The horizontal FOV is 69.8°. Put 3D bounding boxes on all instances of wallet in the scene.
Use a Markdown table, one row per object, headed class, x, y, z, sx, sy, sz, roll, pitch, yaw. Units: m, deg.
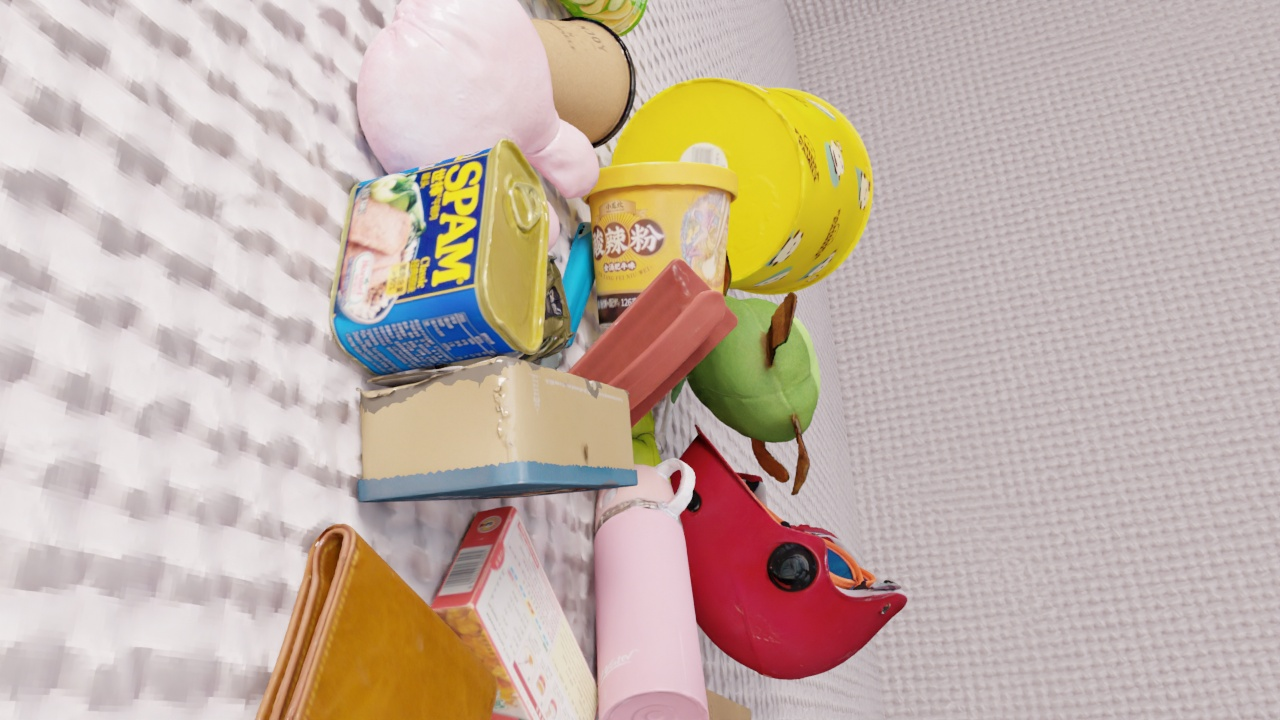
| class | x | y | z | sx | sy | sz | roll | pitch | yaw |
| --- | --- | --- | --- | --- | --- | --- | --- | --- | --- |
| wallet | -0.103 | 0.151 | 0.374 | 0.118 | 0.035 | 0.131 | -82 | 154 | -46 |

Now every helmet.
| class | x | y | z | sx | sy | sz | roll | pitch | yaw |
| --- | --- | --- | --- | --- | --- | --- | --- | --- | --- |
| helmet | 0.097 | 0.181 | 0.800 | 0.240 | 0.144 | 0.207 | 40 | 1 | -11 |

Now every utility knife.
| class | x | y | z | sx | sy | sz | roll | pitch | yaw |
| --- | --- | --- | --- | --- | --- | --- | --- | --- | --- |
| utility knife | -0.053 | -0.035 | 0.665 | 0.217 | 0.018 | 0.034 | -79 | 156 | -52 |

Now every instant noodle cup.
| class | x | y | z | sx | sy | sz | roll | pitch | yaw |
| --- | --- | --- | --- | --- | --- | --- | --- | --- | --- |
| instant noodle cup | 0.014 | -0.083 | 0.697 | 0.118 | 0.119 | 0.114 | 1 | 90 | -73 |

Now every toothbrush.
| class | x | y | z | sx | sy | sz | roll | pitch | yaw |
| --- | --- | --- | --- | --- | --- | --- | --- | --- | --- |
| toothbrush | 0.025 | 0.042 | 0.888 | 0.179 | 0.016 | 0.016 | -70 | 148 | -63 |

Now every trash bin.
| class | x | y | z | sx | sy | sz | roll | pitch | yaw |
| --- | --- | --- | --- | --- | --- | --- | --- | --- | --- |
| trash bin | 0.100 | -0.172 | 0.921 | 0.254 | 0.230 | 0.229 | -21 | 100 | -67 |

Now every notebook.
| class | x | y | z | sx | sy | sz | roll | pitch | yaw |
| --- | --- | --- | --- | --- | --- | --- | --- | --- | --- |
| notebook | 0.083 | 0.400 | 0.879 | 0.208 | 0.008 | 0.147 | 52 | 32 | -57 |

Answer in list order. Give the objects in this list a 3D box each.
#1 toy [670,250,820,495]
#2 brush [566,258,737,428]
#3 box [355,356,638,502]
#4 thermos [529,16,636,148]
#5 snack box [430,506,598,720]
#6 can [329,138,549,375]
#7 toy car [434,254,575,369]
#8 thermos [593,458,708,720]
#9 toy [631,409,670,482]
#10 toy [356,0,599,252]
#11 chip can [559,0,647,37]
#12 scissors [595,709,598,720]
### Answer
| class | x | y | z | sx | sy | sz | roll | pitch | yaw |
| --- | --- | --- | --- | --- | --- | --- | --- | --- | --- |
| toy | 0.089 | 0.006 | 0.764 | 0.247 | 0.090 | 0.227 | -145 | -140 | -71 |
| brush | -0.004 | 0.004 | 0.614 | 0.063 | 0.146 | 0.069 | 45 | 0 | -16 |
| box | -0.067 | 0.040 | 0.466 | 0.184 | 0.090 | 0.061 | 14 | 68 | -69 |
| thermos | -0.065 | -0.188 | 0.612 | 0.143 | 0.093 | 0.093 | -23 | 102 | -65 |
| snack box | -0.063 | 0.165 | 0.508 | 0.076 | 0.027 | 0.156 | -72 | 148 | -58 |
| can | -0.093 | -0.047 | 0.435 | 0.057 | 0.083 | 0.102 | 54 | 30 | -55 |
| toy car | -0.080 | -0.026 | 0.543 | 0.157 | 0.042 | 0.070 | -37 | 115 | -68 |
| thermos | 0.009 | 0.148 | 0.609 | 0.067 | 0.087 | 0.198 | 38 | 26 | -26 |
| toy | -0.004 | 0.076 | 0.739 | 0.096 | 0.031 | 0.100 | 38 | 42 | -45 |
| toy | -0.084 | -0.129 | 0.506 | 0.121 | 0.054 | 0.159 | -57 | 136 | -17 |
| chip can | -0.056 | -0.328 | 0.734 | 0.221 | 0.073 | 0.072 | 7 | 73 | -72 |
| scissors | -0.019 | 0.214 | 0.643 | 0.180 | 0.019 | 0.143 | 19 | 63 | -69 |
